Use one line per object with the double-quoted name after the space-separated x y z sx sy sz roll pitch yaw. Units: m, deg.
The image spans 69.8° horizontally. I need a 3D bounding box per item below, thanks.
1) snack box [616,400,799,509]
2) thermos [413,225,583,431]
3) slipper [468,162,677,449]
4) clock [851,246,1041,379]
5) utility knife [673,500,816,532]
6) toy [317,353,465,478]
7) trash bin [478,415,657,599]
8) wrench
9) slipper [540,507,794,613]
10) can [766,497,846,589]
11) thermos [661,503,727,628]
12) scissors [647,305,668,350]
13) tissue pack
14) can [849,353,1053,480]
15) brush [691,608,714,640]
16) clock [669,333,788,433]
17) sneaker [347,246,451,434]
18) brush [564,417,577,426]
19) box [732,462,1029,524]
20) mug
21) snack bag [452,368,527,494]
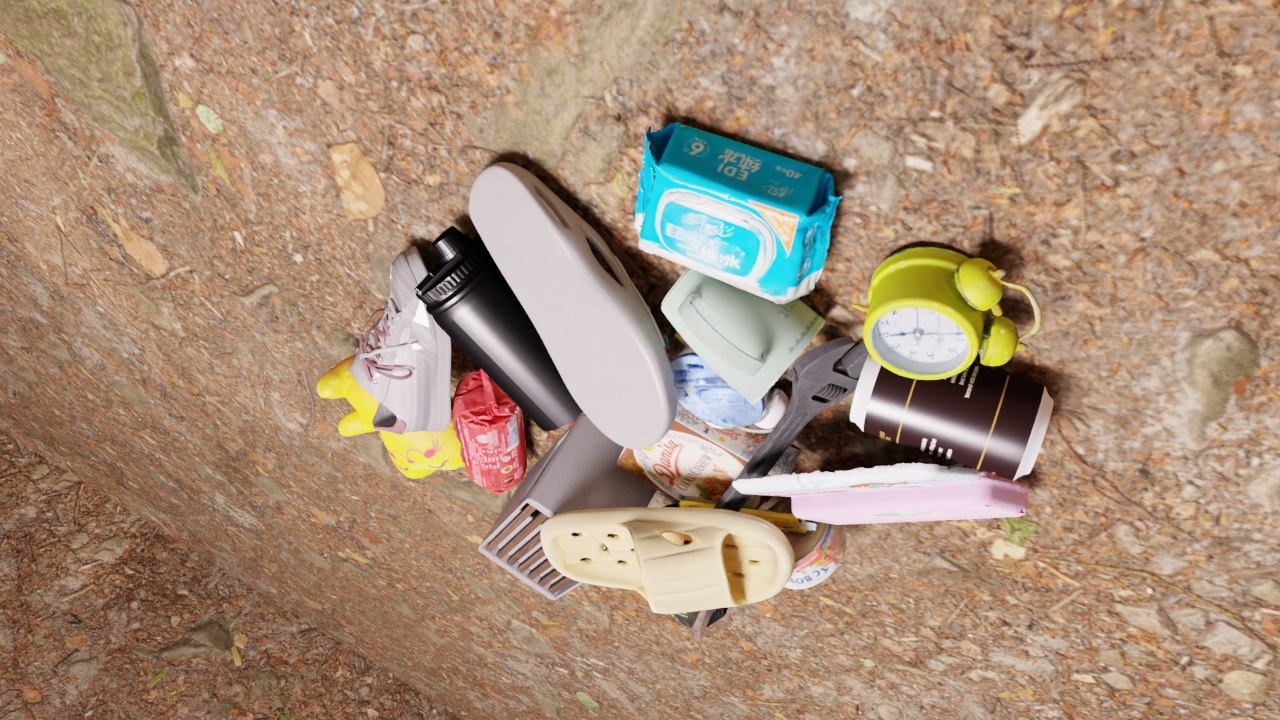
0.061 0.097 0.907 0.147 0.041 0.143 31 147 1 "snack box"
-0.126 -0.032 0.852 0.086 0.085 0.198 -13 126 47 "thermos"
-0.041 -0.055 0.778 0.113 0.080 0.266 -30 97 45 "slipper"
0.204 -0.032 0.614 0.119 0.056 0.083 -6 131 34 "clock"
0.101 0.152 0.897 0.159 0.017 0.030 -2 146 36 "utility knife"
-0.288 0.063 1.107 0.135 0.087 0.194 -16 130 27 "toy"
-0.085 0.177 1.062 0.114 0.114 0.229 35 147 -5 "trash bin"
0.116 0.070 0.783 0.073 0.018 0.274 0 141 -25 "wrench"
0.014 0.199 0.868 0.262 0.079 0.111 0 126 25 "slipper"
0.154 0.177 0.896 0.086 0.086 0.043 -8 131 44 "can"
0.056 0.238 1.040 0.098 0.098 0.221 16 151 22 "thermos"
-0.005 0.002 0.841 0.118 0.013 0.140 46 141 49 "scissors"
0.060 -0.100 0.635 0.144 0.061 0.093 23 146 14 "tissue pack"
0.225 0.035 0.669 0.129 0.071 0.072 18 144 20 "can"
0.087 0.220 0.953 0.008 0.142 0.045 21 154 19 "brush"
0.077 0.023 0.790 0.089 0.051 0.125 -3 134 40 "clock"
-0.250 -0.007 0.935 0.099 0.089 0.237 54 149 39 "sneaker"
-0.122 0.000 0.940 0.172 0.040 0.030 43 128 -12 "brush"
0.193 0.108 0.757 0.152 0.037 0.202 14 161 -37 "box"
0.069 -0.027 0.684 0.104 0.111 0.084 41 114 4 "mug"
-0.170 0.084 1.040 0.082 0.082 0.177 22 144 14 "snack bag"
